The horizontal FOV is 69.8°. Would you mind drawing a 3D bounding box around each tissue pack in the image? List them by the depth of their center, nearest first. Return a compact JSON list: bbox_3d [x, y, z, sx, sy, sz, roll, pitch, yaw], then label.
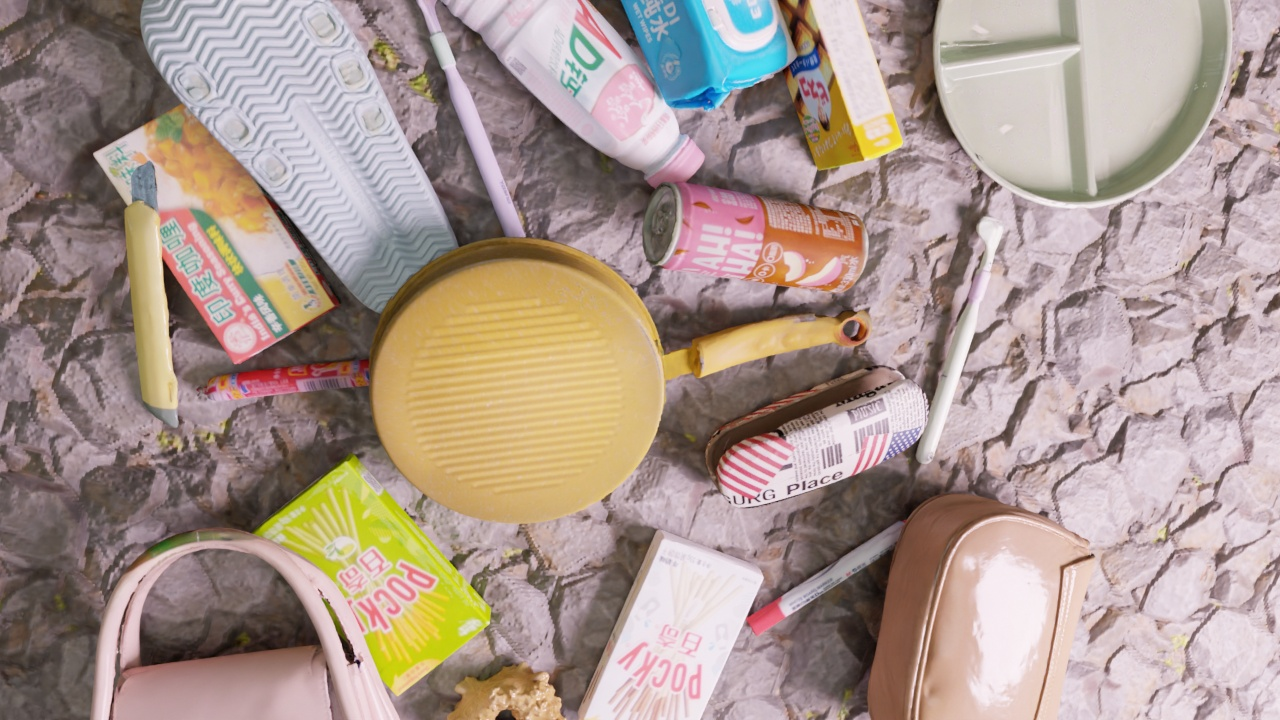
[{"bbox_3d":[0.039,-0.233,0.584,0.089,0.063,0.140,-32,104,-38],"label":"tissue pack"}]

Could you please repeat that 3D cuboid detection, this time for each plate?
[{"bbox_3d":[0.315,-0.225,0.661,0.230,0.027,0.230,-1,99,-8],"label":"plate"}]

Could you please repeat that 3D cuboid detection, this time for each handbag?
[{"bbox_3d":[-0.267,0.222,0.606,0.193,0.093,0.234,-8,95,0],"label":"handbag"},{"bbox_3d":[0.248,0.202,0.683,0.147,0.100,0.204,8,97,-17],"label":"handbag"}]

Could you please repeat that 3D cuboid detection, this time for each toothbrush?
[{"bbox_3d":[-0.112,-0.163,0.613,0.021,0.029,0.189,-11,105,34],"label":"toothbrush"},{"bbox_3d":[0.237,-0.013,0.686,0.029,0.020,0.189,7,100,-42],"label":"toothbrush"}]

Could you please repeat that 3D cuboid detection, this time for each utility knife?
[{"bbox_3d":[-0.313,-0.039,0.585,0.031,0.019,0.177,10,116,10],"label":"utility knife"}]

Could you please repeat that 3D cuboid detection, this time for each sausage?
[{"bbox_3d":[-0.220,0.012,0.621,0.156,0.020,0.020,-6,99,-7],"label":"sausage"}]

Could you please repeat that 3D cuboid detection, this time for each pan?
[{"bbox_3d":[-0.004,0.004,0.631,0.357,0.078,0.198,-5,114,-4],"label":"pan"}]

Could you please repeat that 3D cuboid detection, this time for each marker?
[{"bbox_3d":[0.145,0.165,0.700,0.145,0.017,0.017,-32,101,-3],"label":"marker"}]

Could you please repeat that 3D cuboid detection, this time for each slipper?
[{"bbox_3d":[-0.199,-0.138,0.579,0.104,0.074,0.245,-33,117,-4],"label":"slipper"}]

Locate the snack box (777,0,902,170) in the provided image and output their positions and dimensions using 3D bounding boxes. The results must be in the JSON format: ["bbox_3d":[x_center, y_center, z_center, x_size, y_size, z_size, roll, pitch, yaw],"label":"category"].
[{"bbox_3d":[0.122,-0.199,0.606,0.033,0.087,0.140,-25,101,-5],"label":"snack box"}]

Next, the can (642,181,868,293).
[{"bbox_3d":[0.078,-0.081,0.617,0.147,0.058,0.058,6,97,-22],"label":"can"}]

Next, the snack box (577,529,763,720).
[{"bbox_3d":[0.022,0.212,0.684,0.084,0.027,0.157,22,94,-11],"label":"snack box"}]

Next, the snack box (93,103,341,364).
[{"bbox_3d":[-0.271,-0.084,0.596,0.077,0.027,0.156,-30,101,-1],"label":"snack box"}]

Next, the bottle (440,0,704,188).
[{"bbox_3d":[-0.039,-0.189,0.597,0.197,0.068,0.068,44,90,-16],"label":"bottle"}]

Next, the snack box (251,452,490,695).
[{"bbox_3d":[-0.186,0.151,0.644,0.086,0.026,0.156,-37,102,-1],"label":"snack box"}]

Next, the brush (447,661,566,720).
[{"bbox_3d":[-0.047,0.329,0.676,0.083,0.046,0.254,-36,96,-6],"label":"brush"}]

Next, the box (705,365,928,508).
[{"bbox_3d":[0.131,0.062,0.653,0.163,0.076,0.075,-20,106,-8],"label":"box"}]
